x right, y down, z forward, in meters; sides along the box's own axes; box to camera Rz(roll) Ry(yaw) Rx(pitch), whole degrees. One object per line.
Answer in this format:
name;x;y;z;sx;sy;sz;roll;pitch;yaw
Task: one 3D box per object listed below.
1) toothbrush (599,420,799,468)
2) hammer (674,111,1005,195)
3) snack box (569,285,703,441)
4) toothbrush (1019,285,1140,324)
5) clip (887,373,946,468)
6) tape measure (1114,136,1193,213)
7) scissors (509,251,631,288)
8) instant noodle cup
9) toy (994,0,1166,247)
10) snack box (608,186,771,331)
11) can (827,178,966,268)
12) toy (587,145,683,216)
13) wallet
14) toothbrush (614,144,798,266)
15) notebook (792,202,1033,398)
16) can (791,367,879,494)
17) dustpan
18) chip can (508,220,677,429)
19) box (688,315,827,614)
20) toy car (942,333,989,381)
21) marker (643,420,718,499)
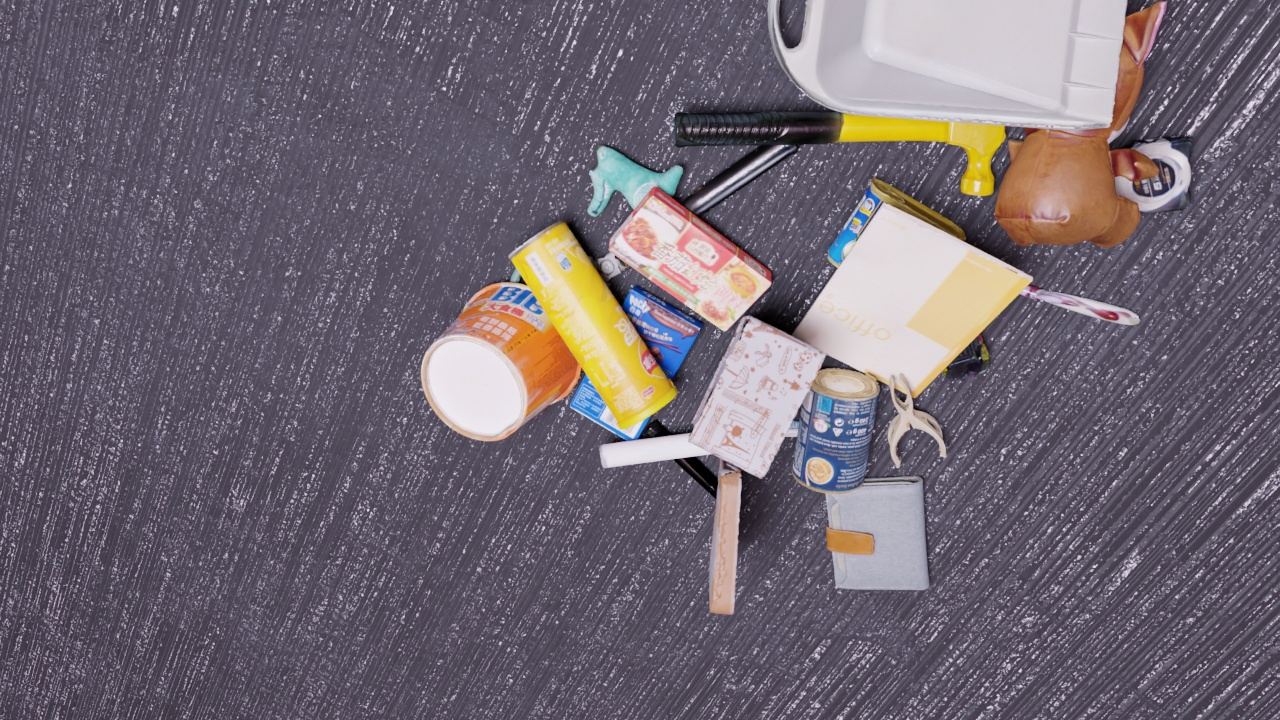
toothbrush;0.066;0.089;0.991;0.221;0.026;0.027;-8;150;5
hammer;0.181;-0.215;0.842;0.301;0.032;0.129;-1;107;3
snack box;-0.006;0.006;0.991;0.084;0.026;0.157;30;113;2
toothbrush;0.386;-0.063;0.884;0.187;0.017;0.016;16;112;7
clip;0.268;0.069;0.944;0.101;0.035;0.097;40;120;-15
tape measure;0.455;-0.166;0.822;0.066;0.033;0.066;-3;108;11
scissors;-0.070;-0.101;0.972;0.129;0.019;0.186;39;112;-4
instant noodle cup;-0.151;0.007;0.965;0.151;0.111;0.151;9;119;18
toy;0.375;-0.196;0.784;0.140;0.130;0.199;12;105;49
snack box;0.050;-0.099;0.918;0.153;0.025;0.075;34;120;-16
can;0.242;-0.111;0.877;0.102;0.057;0.083;30;116;1
toy;-0.014;-0.176;0.926;0.092;0.030;0.097;34;121;4
wallet;0.256;0.191;0.998;0.107;0.036;0.130;-5;109;13
toothbrush;0.061;-0.157;0.911;0.213;0.026;0.027;-33;112;19
notebook;0.246;-0.049;0.868;0.146;0.010;0.207;27;145;1
can;0.200;0.071;0.941;0.075;0.075;0.111;8;114;9
dustpan;0.249;-0.308;0.774;0.257;0.142;0.222;7;91;-7
chip can;-0.048;-0.035;0.934;0.072;0.072;0.213;-32;95;21
box;0.092;0.095;0.886;0.103;0.178;0.261;24;95;3
toy car;0.309;-0.027;0.906;0.049;0.031;0.106;-20;112;21
marker;0.056;0.118;1.022;0.132;0.022;0.020;44;119;-6
